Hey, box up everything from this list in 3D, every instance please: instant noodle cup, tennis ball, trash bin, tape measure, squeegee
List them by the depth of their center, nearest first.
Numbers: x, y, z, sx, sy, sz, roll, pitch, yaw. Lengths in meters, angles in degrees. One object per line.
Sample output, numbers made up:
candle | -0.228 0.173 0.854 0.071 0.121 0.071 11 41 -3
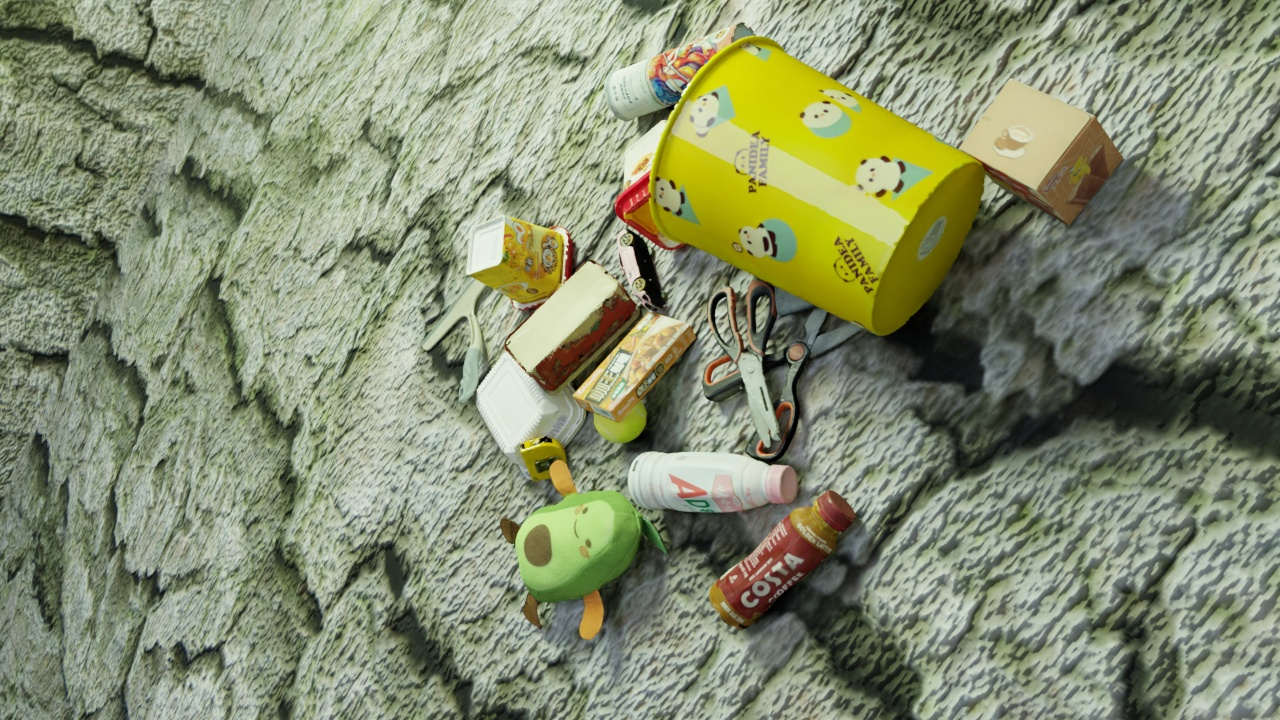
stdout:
trash bin | 0.177 -0.165 0.912 0.255 0.229 0.230 36 101 28
tennis ball | -0.025 0.070 1.138 0.066 0.065 0.065 -15 67 38
instant noodle cup | 0.034 -0.224 1.157 0.117 0.116 0.124 -34 44 29
tape measure | -0.127 0.131 1.213 0.057 0.060 0.029 -18 31 -2
instant noodle cup | -0.163 0.062 1.270 0.138 0.060 0.173 -52 50 17
instant noodle cup | -0.173 -0.143 1.300 0.116 0.123 0.116 -12 69 39
squeegee | -0.254 -0.019 1.373 0.247 0.039 0.246 -45 34 27

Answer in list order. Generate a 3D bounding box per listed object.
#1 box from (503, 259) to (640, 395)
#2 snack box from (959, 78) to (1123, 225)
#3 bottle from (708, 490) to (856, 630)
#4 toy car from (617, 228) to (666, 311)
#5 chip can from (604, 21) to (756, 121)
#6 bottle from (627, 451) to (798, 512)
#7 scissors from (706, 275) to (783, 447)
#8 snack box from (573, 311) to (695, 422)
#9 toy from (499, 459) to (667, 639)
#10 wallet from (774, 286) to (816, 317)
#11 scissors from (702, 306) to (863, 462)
box | -0.093 -0.047 1.194 0.168 0.079 0.091 -44 48 -2
snack box | 0.369 -0.191 0.847 0.077 0.094 0.093 -55 48 14
bottle | 0.146 0.204 0.945 0.175 0.057 0.057 -48 50 20
toy car | -0.002 -0.115 1.184 0.037 0.056 0.122 -31 58 27
chip can | 0.054 -0.377 1.209 0.215 0.071 0.071 -7 72 40
bottle | 0.079 0.136 1.023 0.197 0.068 0.068 -5 73 39
scissors | 0.133 -0.009 1.024 0.206 0.015 0.194 33 91 43
snack box | -0.007 0.007 1.120 0.075 0.026 0.153 19 59 44
toy | -0.086 0.230 1.125 0.247 0.089 0.226 -32 63 34
wallet | 0.195 -0.113 1.024 0.097 0.019 0.120 -16 60 31
scissors | 0.164 0.013 1.019 0.221 0.021 0.224 -9 69 35
